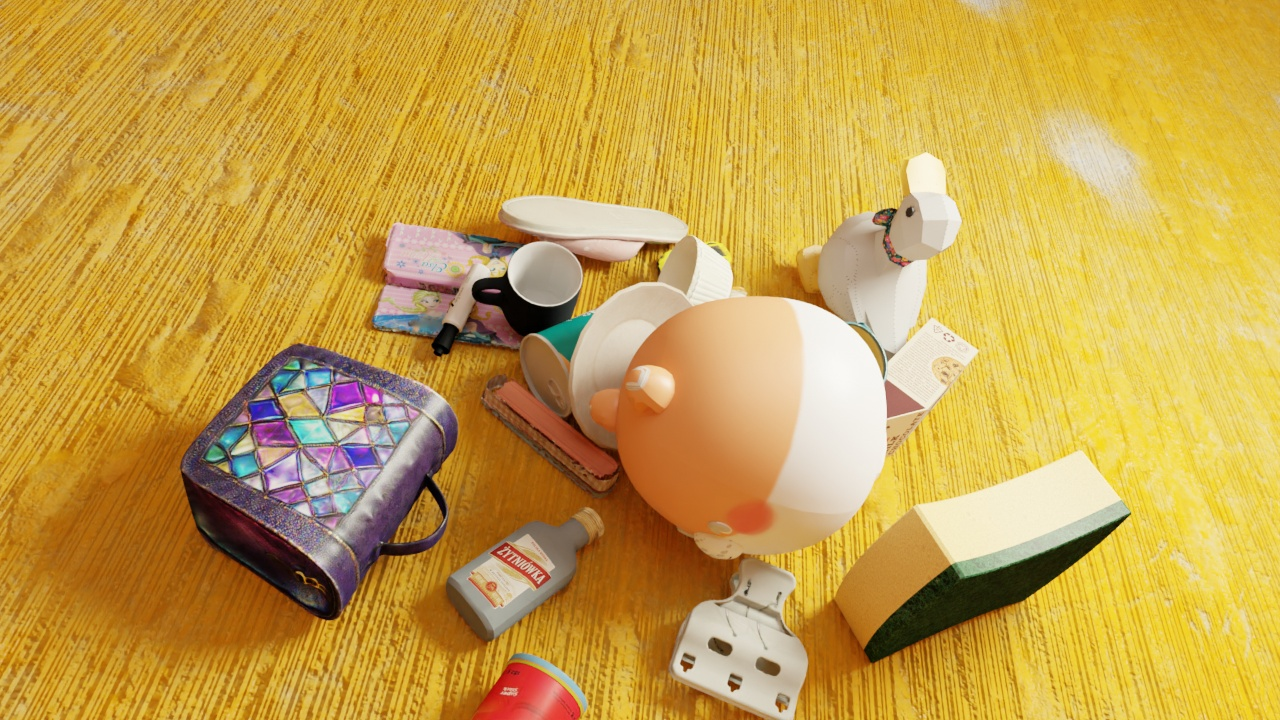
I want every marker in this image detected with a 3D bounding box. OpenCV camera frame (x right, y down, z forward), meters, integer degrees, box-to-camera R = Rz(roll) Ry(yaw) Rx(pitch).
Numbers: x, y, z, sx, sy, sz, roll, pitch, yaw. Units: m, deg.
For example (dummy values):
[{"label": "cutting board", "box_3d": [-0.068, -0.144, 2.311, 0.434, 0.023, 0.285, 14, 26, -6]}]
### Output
[{"label": "marker", "box_3d": [-0.210, -0.058, 1.069, 0.025, 0.025, 0.125, 20, 61, 1]}]

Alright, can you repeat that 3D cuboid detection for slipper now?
[{"label": "slipper", "box_3d": [-0.057, -0.169, 1.196, 0.273, 0.054, 0.114, -1, 31, -33]}]

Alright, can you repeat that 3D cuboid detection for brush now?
[{"label": "brush", "box_3d": [0.335, 0.198, 0.918, 0.249, 0.196, 0.075, -12, 56, -24]}]

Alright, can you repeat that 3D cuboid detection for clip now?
[{"label": "clip", "box_3d": [0.102, 0.269, 0.895, 0.125, 0.082, 0.147, 23, 47, 1]}]

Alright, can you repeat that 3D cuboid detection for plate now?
[{"label": "plate", "box_3d": [-0.006, 0.005, 0.999, 0.188, 0.189, 0.027, -25, 29, -31]}]

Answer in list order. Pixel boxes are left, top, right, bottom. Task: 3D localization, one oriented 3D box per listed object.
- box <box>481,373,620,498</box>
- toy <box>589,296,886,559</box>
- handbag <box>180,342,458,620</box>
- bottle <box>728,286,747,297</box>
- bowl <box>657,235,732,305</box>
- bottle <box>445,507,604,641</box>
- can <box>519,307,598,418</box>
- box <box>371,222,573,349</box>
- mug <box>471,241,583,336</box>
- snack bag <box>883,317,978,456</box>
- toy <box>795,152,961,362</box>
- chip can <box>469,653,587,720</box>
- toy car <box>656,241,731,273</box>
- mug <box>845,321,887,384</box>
[{"label": "box", "box_3d": [-0.098, 0.077, 1.001, 0.187, 0.053, 0.058, 36, 83, 16]}, {"label": "toy", "box_3d": [0.099, 0.065, 0.914, 0.280, 0.263, 0.265, 14, 73, -16]}, {"label": "handbag", "box_3d": [-0.286, 0.114, 0.864, 0.222, 0.126, 0.204, 25, 49, 4]}, {"label": "bottle", "box_3d": [0.129, -0.043, 1.151, 0.063, 0.063, 0.108, 0, 50, -16]}, {"label": "bowl", "box_3d": [0.069, -0.092, 1.149, 0.062, 0.116, 0.115, 19, 47, -20]}, {"label": "bottle", "box_3d": [-0.105, 0.198, 0.895, 0.160, 0.046, 0.072, -31, 65, -34]}, {"label": "can", "box_3d": [-0.050, -0.008, 1.046, 0.143, 0.099, 0.099, -25, 62, -31]}, {"label": "box", "box_3d": [-0.201, -0.085, 1.117, 0.230, 0.035, 0.158, 8, 54, -8]}, {"label": "mug", "box_3d": [-0.133, -0.077, 1.056, 0.121, 0.095, 0.085, 2, 64, -12]}, {"label": "snack bag", "box_3d": [0.311, 0.047, 1.103, 0.070, 0.095, 0.205, 39, 52, 17]}, {"label": "toy", "box_3d": [0.304, -0.118, 1.147, 0.140, 0.268, 0.246, -1, 91, -16]}, {"label": "chip can", "box_3d": [-0.132, 0.348, 0.739, 0.087, 0.087, 0.212, 30, 49, 10]}, {"label": "toy car", "box_3d": [0.072, -0.133, 1.230, 0.106, 0.030, 0.049, -17, 59, -25]}, {"label": "mug", "box_3d": [0.227, 0.002, 1.071, 0.084, 0.104, 0.111, 42, 56, -9]}]
